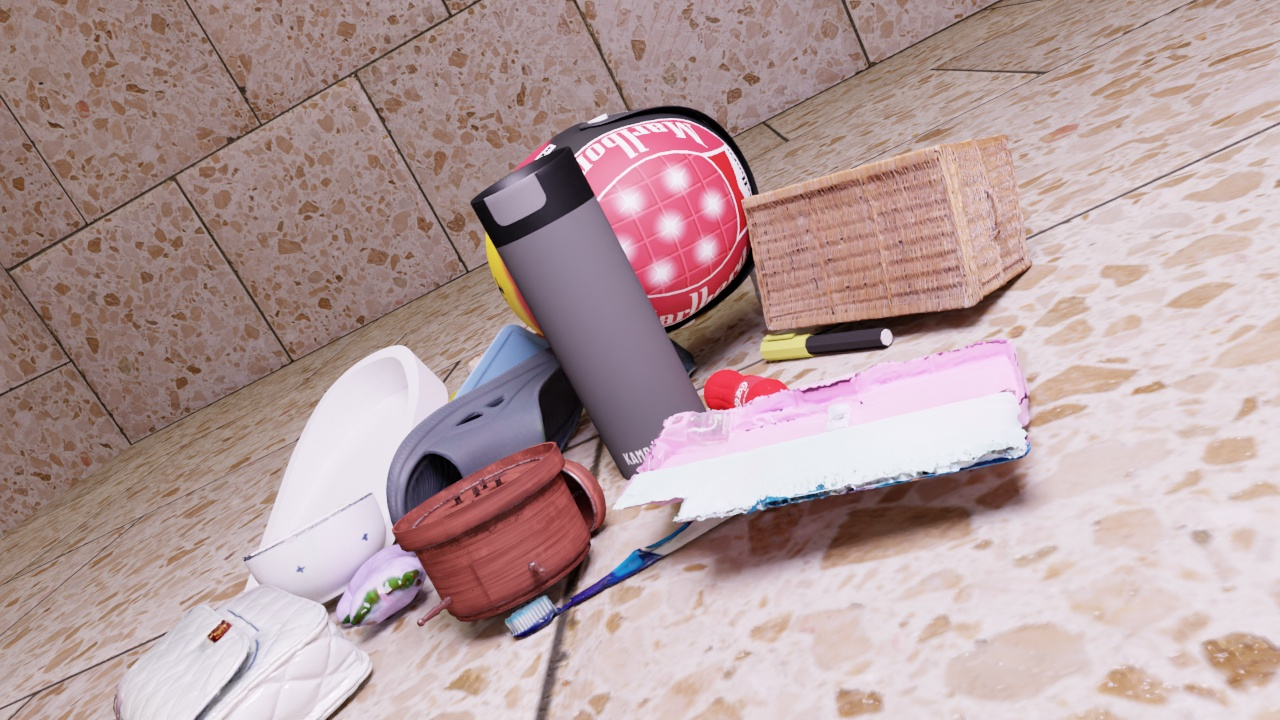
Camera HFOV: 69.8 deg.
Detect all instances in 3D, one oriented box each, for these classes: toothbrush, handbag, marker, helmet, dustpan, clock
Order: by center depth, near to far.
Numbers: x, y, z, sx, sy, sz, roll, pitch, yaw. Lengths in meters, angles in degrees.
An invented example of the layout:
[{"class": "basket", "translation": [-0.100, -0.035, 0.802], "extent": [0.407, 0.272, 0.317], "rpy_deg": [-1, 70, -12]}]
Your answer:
[{"class": "toothbrush", "translation": [0.002, 0.116, 0.561], "extent": [0.189, 0.017, 0.016], "rpy_deg": [-30, 14, -4]}, {"class": "clock", "translation": [-0.088, 0.109, 0.611], "extent": [0.121, 0.072, 0.157], "rpy_deg": [-25, 5, 14]}, {"class": "handbag", "translation": [-0.281, 0.216, 0.626], "extent": [0.138, 0.072, 0.195], "rpy_deg": [-40, 18, -34]}, {"class": "marker", "translation": [0.146, -0.015, 0.735], "extent": [0.017, 0.021, 0.124], "rpy_deg": [-39, 19, -34]}, {"class": "helmet", "translation": [-0.003, -0.123, 0.819], "extent": [0.270, 0.198, 0.225], "rpy_deg": [-29, 16, -14]}, {"class": "dustpan", "translation": [-0.292, 0.096, 0.920], "extent": [0.192, 0.053, 0.257], "rpy_deg": [-19, 37, 30]}]

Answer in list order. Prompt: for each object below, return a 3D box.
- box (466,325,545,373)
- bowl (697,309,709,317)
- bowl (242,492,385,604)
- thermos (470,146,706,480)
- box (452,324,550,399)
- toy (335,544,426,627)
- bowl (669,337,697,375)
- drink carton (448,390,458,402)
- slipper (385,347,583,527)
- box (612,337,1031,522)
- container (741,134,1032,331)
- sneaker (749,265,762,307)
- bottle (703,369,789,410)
[{"class": "box", "translation": [-0.102, -0.012, 1.032], "extent": [0.188, 0.056, 0.064], "rpy_deg": [-34, 54, -13]}, {"class": "bowl", "translation": [0.037, -0.076, 1.087], "extent": [0.130, 0.045, 0.130], "rpy_deg": [-26, 15, 7]}, {"class": "bowl", "translation": [-0.260, 0.162, 0.759], "extent": [0.113, 0.063, 0.113], "rpy_deg": [-28, 2, 1]}, {"class": "thermos", "translation": [-0.033, -0.033, 0.684], "extent": [0.082, 0.240, 0.082], "rpy_deg": [-26, 15, 7]}, {"class": "box", "translation": [-0.147, 0.064, 0.848], "extent": [0.209, 0.068, 0.059], "rpy_deg": [-60, -4, -28]}, {"class": "toy", "translation": [-0.197, 0.174, 0.693], "extent": [0.080, 0.036, 0.100], "rpy_deg": [-42, 13, -12]}, {"class": "bowl", "translation": [-0.005, 0.005, 0.874], "extent": [0.110, 0.055, 0.110], "rpy_deg": [-26, 14, 7]}, {"class": "drink carton", "translation": [-0.158, 0.030, 1.086], "extent": [0.134, 0.043, 0.058], "rpy_deg": [-27, 14, 4]}, {"class": "slipper", "translation": [-0.101, 0.074, 0.766], "extent": [0.083, 0.111, 0.267], "rpy_deg": [10, 28, 25]}, {"class": "box", "translation": [0.102, 0.051, 0.523], "extent": [0.231, 0.035, 0.159], "rpy_deg": [-16, 15, 23]}, {"class": "container", "translation": [0.193, -0.098, 0.724], "extent": [0.112, 0.114, 0.199], "rpy_deg": [-20, 9, -39]}, {"class": "sneaker", "translation": [0.202, -0.120, 0.855], "extent": [0.243, 0.091, 0.089], "rpy_deg": [-16, 18, 35]}, {"class": "bottle", "translation": [0.086, 0.029, 0.665], "extent": [0.036, 0.036, 0.119], "rpy_deg": [-33, 16, -17]}]
